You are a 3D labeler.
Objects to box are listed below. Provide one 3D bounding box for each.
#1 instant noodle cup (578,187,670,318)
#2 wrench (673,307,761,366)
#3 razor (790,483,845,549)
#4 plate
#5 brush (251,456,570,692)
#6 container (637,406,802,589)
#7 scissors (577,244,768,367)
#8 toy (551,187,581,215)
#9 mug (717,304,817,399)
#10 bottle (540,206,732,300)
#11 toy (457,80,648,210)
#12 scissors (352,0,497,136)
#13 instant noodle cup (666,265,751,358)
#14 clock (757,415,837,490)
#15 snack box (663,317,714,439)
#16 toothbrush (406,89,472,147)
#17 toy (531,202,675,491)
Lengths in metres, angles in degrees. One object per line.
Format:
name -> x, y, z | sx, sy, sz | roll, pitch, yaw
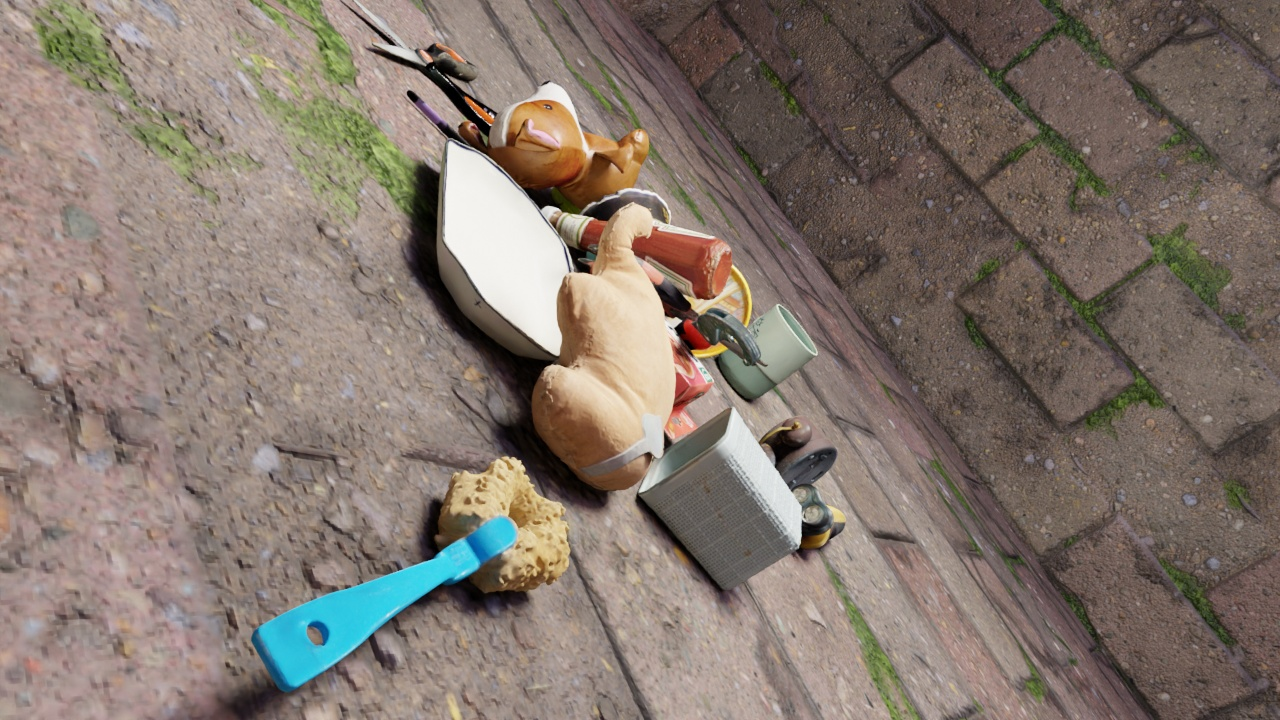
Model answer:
instant noodle cup -> -0.006, -0.103, 0.987 | 0.111, 0.111, 0.120 | 30, 35, -48
wrench -> 0.049, -0.019, 0.876 | 0.056, 0.016, 0.274 | 56, -13, -8
razor -> 0.194, 0.171, 1.001 | 0.167, 0.062, 0.067 | 23, 62, -64
plate -> -0.118, -0.090, 0.783 | 0.162, 0.034, 0.265 | 40, 21, -34
brush -> -0.095, 0.097, 0.439 | 0.083, 0.046, 0.254 | 57, 13, 6
container -> 0.071, 0.116, 0.756 | 0.111, 0.090, 0.090 | 53, 18, -6
scissors -> 0.032, -0.048, 0.906 | 0.199, 0.015, 0.205 | 17, -18, 25
toy -> -0.061, -0.170, 1.087 | 0.100, 0.031, 0.096 | 13, 45, -56
mug -> 0.159, -0.016, 1.190 | 0.082, 0.106, 0.111 | 40, 21, -28
bottle -> -0.011, -0.113, 0.907 | 0.206, 0.060, 0.059 | 19, 6, 24
toy -> -0.084, -0.228, 0.974 | 0.199, 0.140, 0.130 | -1, 91, -45
scissors -> -0.220, -0.320, 1.010 | 0.227, 0.022, 0.220 | 47, 18, -15
instant noodle cup -> 0.072, -0.067, 1.082 | 0.118, 0.118, 0.114 | 51, 10, 0
clock -> 0.167, 0.102, 1.022 | 0.122, 0.082, 0.055 | 28, 25, -53
snack box -> 0.018, 0.003, 0.817 | 0.127, 0.044, 0.113 | 53, 12, 8
toothbrush -> -0.164, -0.200, 0.926 | 0.189, 0.014, 0.016 | 44, 32, -20
toy -> -0.018, -0.011, 0.701 | 0.143, 0.083, 0.225 | 57, 35, -48
